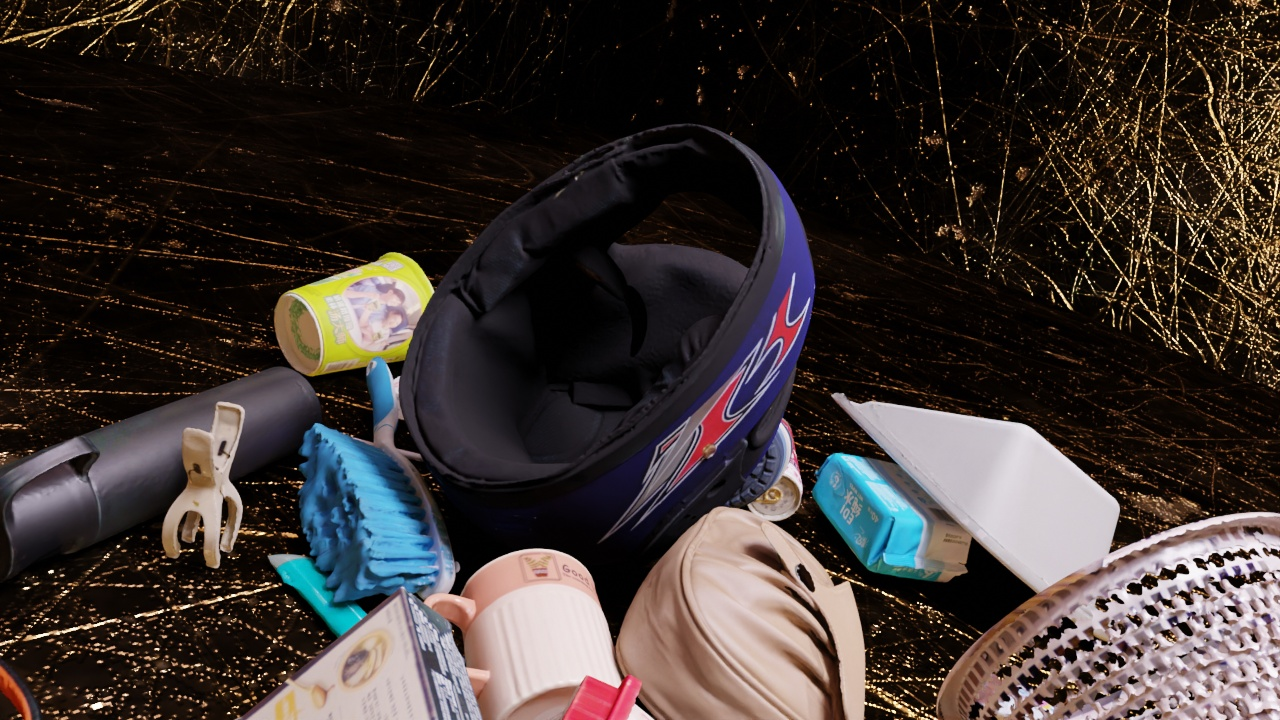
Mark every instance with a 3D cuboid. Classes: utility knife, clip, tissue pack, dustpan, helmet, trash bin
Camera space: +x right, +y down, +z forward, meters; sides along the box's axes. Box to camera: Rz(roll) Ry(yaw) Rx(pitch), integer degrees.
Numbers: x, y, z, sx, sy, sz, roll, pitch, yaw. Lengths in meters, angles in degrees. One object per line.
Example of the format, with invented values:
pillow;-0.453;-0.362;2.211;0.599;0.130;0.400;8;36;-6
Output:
utility knife;-0.156;0.169;0.532;0.219;0.013;0.029;28;21;38
clip;-0.268;0.077;0.567;0.035;0.101;0.074;13;21;-2
tissue pack;0.219;0.140;0.817;0.090;0.063;0.140;13;21;-23
dustpan;0.306;0.145;0.825;0.222;0.142;0.258;34;-17;-28
helmet;-0.004;0.004;0.667;0.247;0.316;0.240;55;11;27
trash bin;0.299;0.220;0.464;0.227;0.228;0.192;6;40;-26

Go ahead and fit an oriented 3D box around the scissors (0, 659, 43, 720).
scissors;-0.260;0.200;0.358;0.139;0.022;0.235;-14;35;-36

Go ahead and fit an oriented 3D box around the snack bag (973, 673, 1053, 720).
snack bag;0.279;0.251;0.620;0.105;0.026;0.045;27;26;34

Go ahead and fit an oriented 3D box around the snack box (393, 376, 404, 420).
snack box;-0.151;0.047;0.848;0.157;0.027;0.084;19;20;6

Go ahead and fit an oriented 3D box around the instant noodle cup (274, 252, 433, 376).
instant noodle cup;-0.276;-0.039;0.880;0.112;0.112;0.123;28;31;31

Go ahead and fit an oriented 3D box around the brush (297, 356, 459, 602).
brush;-0.203;0.068;0.682;0.109;0.061;0.314;21;18;-41

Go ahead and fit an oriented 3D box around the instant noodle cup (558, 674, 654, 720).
instant noodle cup;-0.002;0.219;0.386;0.124;0.117;0.116;30;21;5

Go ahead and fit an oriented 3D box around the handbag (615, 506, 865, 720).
handbag;0.073;0.161;0.544;0.148;0.100;0.204;42;14;5

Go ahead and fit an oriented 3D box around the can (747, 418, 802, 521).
can;0.122;0.099;0.871;0.053;0.053;0.132;15;20;-1

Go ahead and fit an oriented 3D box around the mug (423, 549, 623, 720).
mug;-0.067;0.164;0.501;0.114;0.082;0.106;22;17;-25

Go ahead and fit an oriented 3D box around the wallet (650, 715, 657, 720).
wallet;0.041;0.242;0.481;0.121;0.019;0.097;23;23;17

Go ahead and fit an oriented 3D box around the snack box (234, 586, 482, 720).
snack box;-0.133;0.180;0.403;0.053;0.125;0.113;51;-1;-34

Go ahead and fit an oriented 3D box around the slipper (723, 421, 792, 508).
slipper;0.036;0.058;0.848;0.253;0.105;0.095;24;23;39

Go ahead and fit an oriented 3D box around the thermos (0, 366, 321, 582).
thermos;-0.310;0.061;0.602;0.068;0.090;0.242;50;25;2

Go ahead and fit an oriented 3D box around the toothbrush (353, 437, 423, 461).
toothbrush;-0.222;0.068;0.752;0.180;0.016;0.016;12;18;-8
